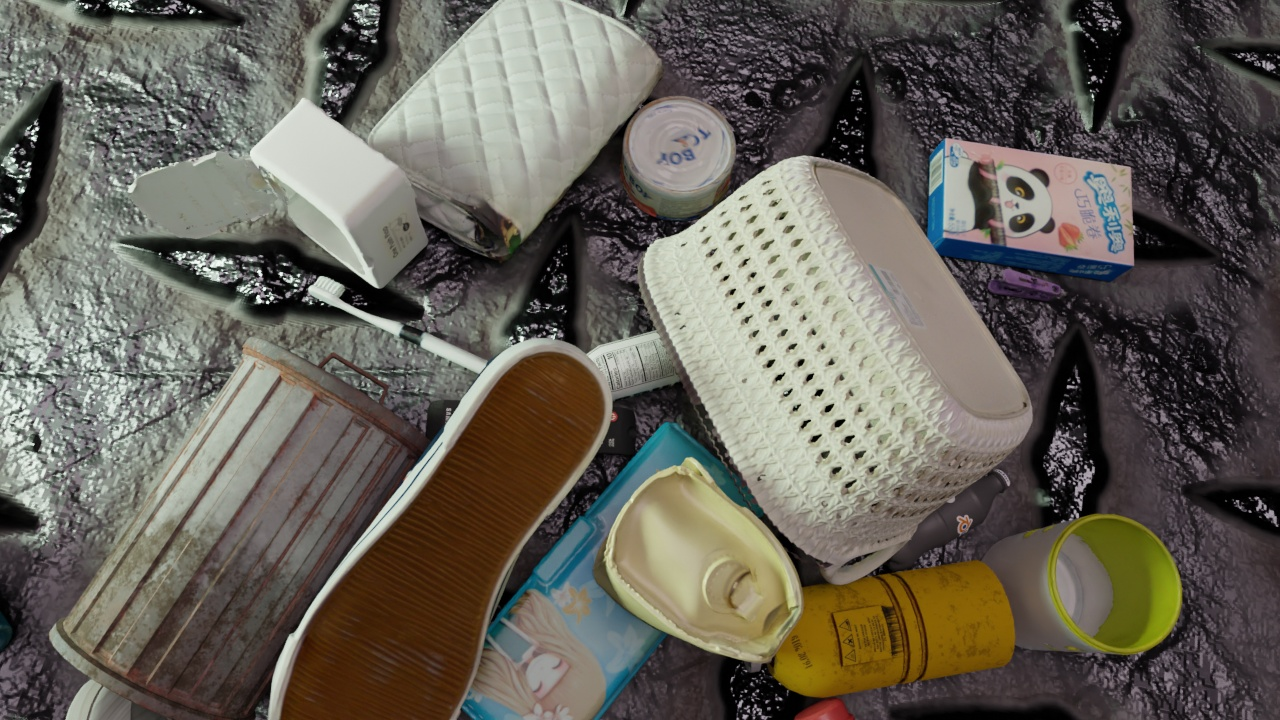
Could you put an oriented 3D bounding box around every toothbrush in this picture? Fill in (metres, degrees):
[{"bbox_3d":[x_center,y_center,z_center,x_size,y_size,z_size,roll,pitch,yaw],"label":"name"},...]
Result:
[{"bbox_3d":[-0.150,-0.016,0.647,0.187,0.012,0.017,25,70,6],"label":"toothbrush"}]

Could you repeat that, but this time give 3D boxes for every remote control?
[{"bbox_3d":[-0.076,0.047,0.639,0.147,0.015,0.033,3,73,-5],"label":"remote control"}]

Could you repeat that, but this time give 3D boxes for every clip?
[{"bbox_3d":[0.295,-0.057,0.702,0.051,0.033,0.013,11,71,-3],"label":"clip"}]

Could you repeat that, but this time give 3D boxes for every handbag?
[{"bbox_3d":[-0.089,-0.173,0.670,0.139,0.072,0.194,31,72,23],"label":"handbag"},{"bbox_3d":[0.033,0.123,0.535,0.111,0.119,0.081,37,73,6],"label":"handbag"}]

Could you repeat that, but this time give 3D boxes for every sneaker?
[{"bbox_3d":[-0.240,0.280,0.513,0.089,0.099,0.236,-20,83,-10],"label":"sneaker"},{"bbox_3d":[-0.121,0.117,0.555,0.120,0.127,0.294,32,86,-20],"label":"sneaker"}]

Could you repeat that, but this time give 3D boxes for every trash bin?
[{"bbox_3d":[-0.227,0.094,0.552,0.131,0.131,0.210,29,74,3],"label":"trash bin"}]

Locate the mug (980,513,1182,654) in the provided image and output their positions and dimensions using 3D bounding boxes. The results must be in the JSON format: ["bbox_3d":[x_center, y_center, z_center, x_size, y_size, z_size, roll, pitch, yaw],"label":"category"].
[{"bbox_3d":[0.279,0.147,0.596,0.082,0.106,0.082,2,73,-6],"label":"mug"}]

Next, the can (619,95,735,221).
[{"bbox_3d":[0.028,-0.153,0.695,0.086,0.043,0.086,1,73,-3],"label":"can"}]

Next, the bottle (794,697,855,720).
[{"bbox_3d":[0.149,0.296,0.561,0.062,0.062,0.176,-24,77,-12],"label":"bottle"}]

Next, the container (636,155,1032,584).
[{"bbox_3d":[0.119,-0.006,0.571,0.184,0.144,0.251,-1,57,-47],"label":"container"}]

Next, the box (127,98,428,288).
[{"bbox_3d":[-0.239,-0.116,0.625,0.189,0.111,0.101,17,68,5],"label":"box"}]

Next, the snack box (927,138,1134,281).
[{"bbox_3d":[0.304,-0.117,0.717,0.154,0.033,0.087,8,74,-3],"label":"snack box"}]

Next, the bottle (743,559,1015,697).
[{"bbox_3d":[0.148,0.175,0.593,0.163,0.071,0.071,-7,74,-8],"label":"bottle"}]

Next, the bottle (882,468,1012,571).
[{"bbox_3d":[0.211,0.107,0.638,0.109,0.036,0.036,-27,78,-13],"label":"bottle"}]

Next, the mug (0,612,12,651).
[{"bbox_3d":[-0.451,0.155,0.544,0.114,0.083,0.107,-45,84,13],"label":"mug"}]

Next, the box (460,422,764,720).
[{"bbox_3d":[-0.021,0.152,0.603,0.094,0.039,0.226,40,75,5],"label":"box"}]

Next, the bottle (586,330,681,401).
[{"bbox_3d":[-0.004,0.004,0.646,0.116,0.041,0.041,-15,75,-10],"label":"bottle"}]
